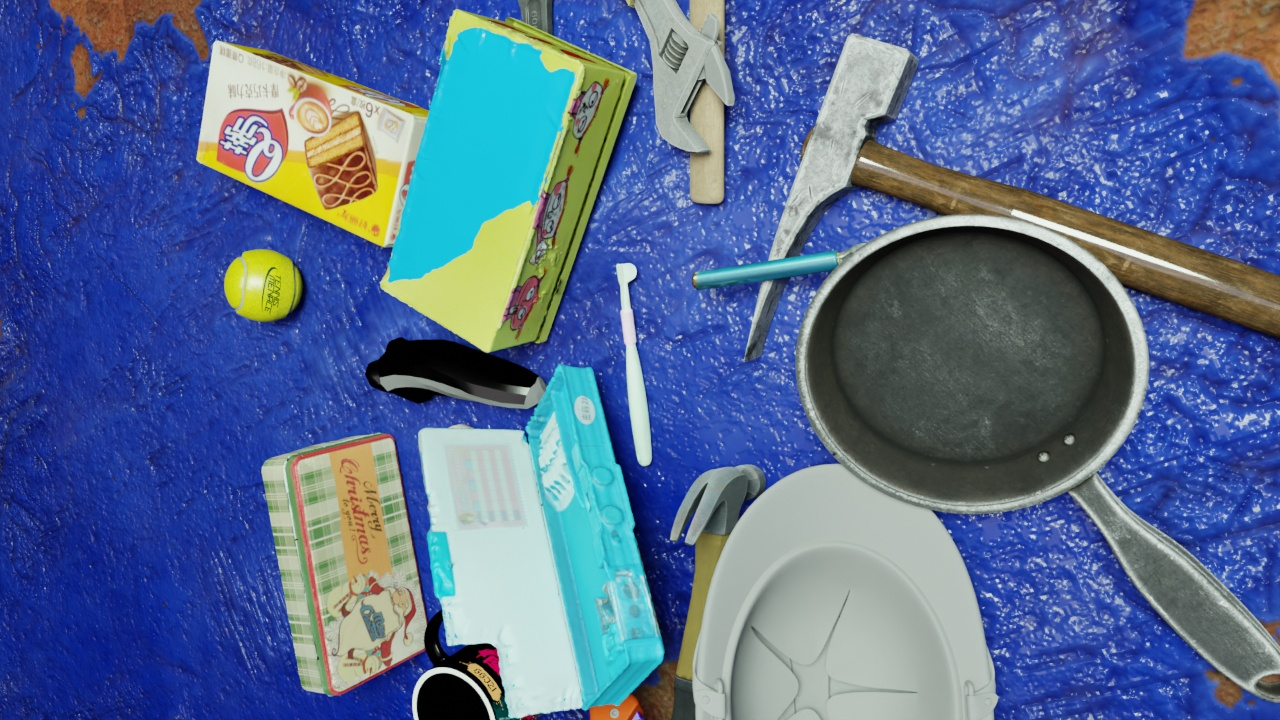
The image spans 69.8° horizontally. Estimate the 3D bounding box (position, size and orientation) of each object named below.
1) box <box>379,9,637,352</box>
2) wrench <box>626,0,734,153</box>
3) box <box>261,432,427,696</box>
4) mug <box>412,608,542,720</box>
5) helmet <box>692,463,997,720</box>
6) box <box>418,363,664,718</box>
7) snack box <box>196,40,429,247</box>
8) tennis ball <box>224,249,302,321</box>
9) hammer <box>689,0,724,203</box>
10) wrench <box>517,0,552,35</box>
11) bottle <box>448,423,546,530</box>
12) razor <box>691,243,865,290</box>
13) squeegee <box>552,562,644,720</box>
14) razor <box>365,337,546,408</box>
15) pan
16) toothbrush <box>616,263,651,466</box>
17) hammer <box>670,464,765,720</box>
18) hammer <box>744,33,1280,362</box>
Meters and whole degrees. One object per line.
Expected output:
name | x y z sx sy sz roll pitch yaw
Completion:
box | -0.100 -0.130 0.676 0.124 0.080 0.221 28 110 21
wrench | -0.005 -0.267 0.630 0.084 0.018 0.273 -42 69 49
box | -0.251 0.171 0.791 0.050 0.117 0.205 -7 93 30
mug | -0.130 0.252 0.749 0.082 0.098 0.118 -34 81 27
helmet | 0.122 0.209 0.606 0.183 0.118 0.271 1 79 -1
box | -0.078 0.118 0.629 0.098 0.121 0.226 119 144 -46
snack box | -0.268 -0.183 0.776 0.230 0.061 0.110 25 108 22
tennis ball | -0.341 -0.067 0.830 0.065 0.065 0.065 4 100 27
hammer | 0.041 -0.270 0.601 0.119 0.030 0.331 17 112 49
wrench | -0.076 -0.223 0.695 0.073 0.018 0.273 3 100 28
bottle | -0.102 0.102 0.738 0.146 0.051 0.051 27 109 21
razor | 0.099 -0.058 0.583 0.144 0.022 0.042 -3 133 31
squeegee | -0.039 0.223 0.697 0.249 0.055 0.184 -26 53 -7
razor | -0.148 0.012 0.751 0.156 0.057 0.060 3 130 28
pan | 0.246 0.063 0.531 0.357 0.055 0.188 42 122 -4
toothbrush | -0.004 0.004 0.692 0.022 0.015 0.155 5 102 58
hammer | 0.034 0.237 0.614 0.025 0.117 0.333 8 90 26
hammer | 0.223 -0.046 0.554 0.301 0.037 0.218 26 109 22
